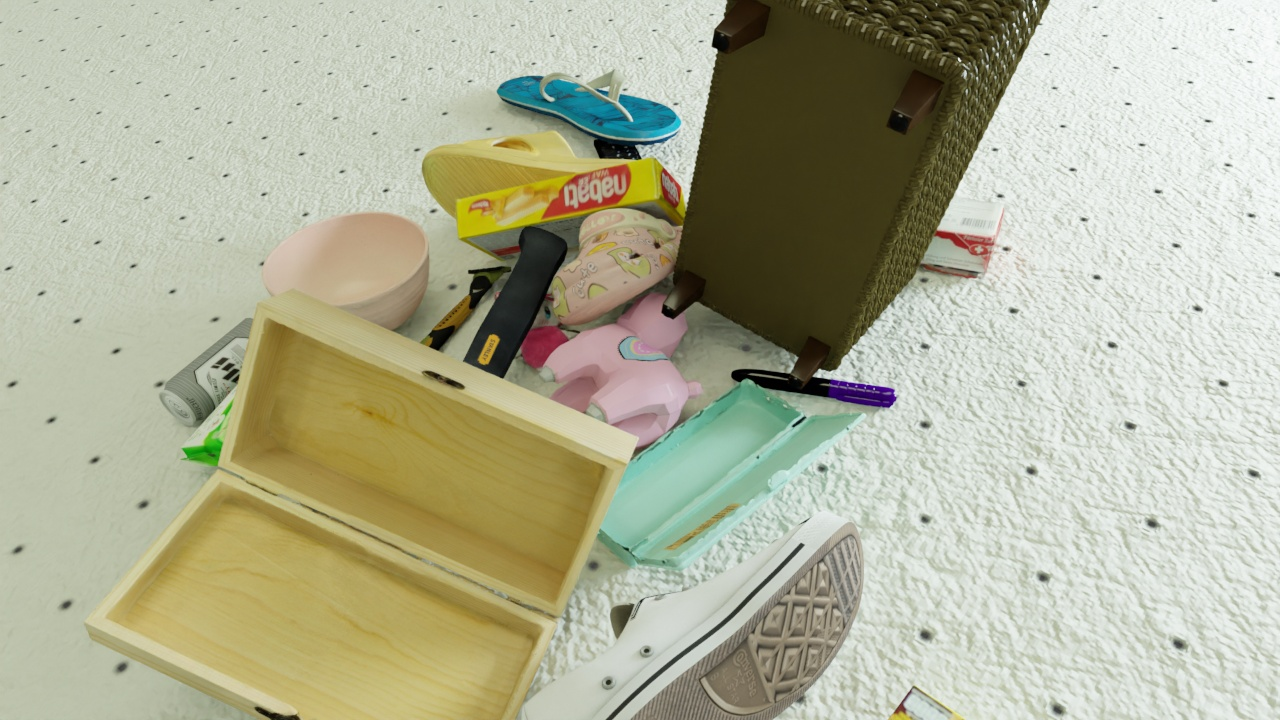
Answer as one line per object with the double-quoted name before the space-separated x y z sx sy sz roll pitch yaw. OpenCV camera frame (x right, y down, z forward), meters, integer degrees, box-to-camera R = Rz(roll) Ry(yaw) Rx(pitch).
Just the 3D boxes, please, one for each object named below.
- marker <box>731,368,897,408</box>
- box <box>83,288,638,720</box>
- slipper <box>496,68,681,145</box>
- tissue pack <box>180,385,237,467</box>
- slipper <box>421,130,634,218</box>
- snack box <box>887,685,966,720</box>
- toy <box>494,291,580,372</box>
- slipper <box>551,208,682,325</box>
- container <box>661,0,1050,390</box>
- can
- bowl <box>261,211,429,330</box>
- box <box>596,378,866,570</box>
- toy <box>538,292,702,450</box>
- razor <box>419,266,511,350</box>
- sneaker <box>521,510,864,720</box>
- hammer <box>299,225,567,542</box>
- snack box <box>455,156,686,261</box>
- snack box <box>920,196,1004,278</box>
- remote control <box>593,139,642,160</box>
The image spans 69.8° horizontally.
"marker" 0.139 0.022 0.745 0.134 0.015 0.018 8 41 16
"box" -0.162 0.111 0.576 0.247 0.119 0.252 24 73 3
"slipper" -0.063 -0.325 1.113 0.295 0.060 0.118 27 39 36
"tissue pack" -0.308 0.042 0.748 0.100 0.034 0.113 -8 39 33
"slipper" -0.089 -0.181 0.944 0.263 0.100 0.078 7 42 9
"snack box" 0.131 0.248 0.489 0.061 0.026 0.148 29 53 34
"toy" -0.091 -0.035 0.820 0.065 0.050 0.102 -13 47 -13
"slipper" -0.015 -0.096 0.804 0.093 0.081 0.196 -27 4 35
"container" 0.139 -0.150 0.688 0.176 0.322 0.204 30 54 15
"can" -0.369 0.008 0.811 0.044 0.044 0.106 16 47 24
"bowl" -0.265 -0.068 0.856 0.153 0.076 0.152 -3 42 3
"box" 0.059 0.082 0.664 0.186 0.055 0.138 -33 32 -25
"toy" -0.004 0.005 0.748 0.157 0.067 0.123 -33 49 -31
"razor" -0.172 -0.044 0.858 0.044 0.021 0.143 -2 38 33
"sneaker" 0.032 0.170 0.554 0.244 0.091 0.097 -35 34 -25
"hammer" -0.133 0.006 0.733 0.139 0.035 0.311 21 54 -2
"snack box" -0.064 -0.139 0.862 0.201 0.092 0.042 -8 80 18
"snack box" 0.205 -0.140 0.896 0.273 0.044 0.076 14 40 21
"remote control" -0.016 -0.209 1.017 0.045 0.021 0.140 -8 40 -12
